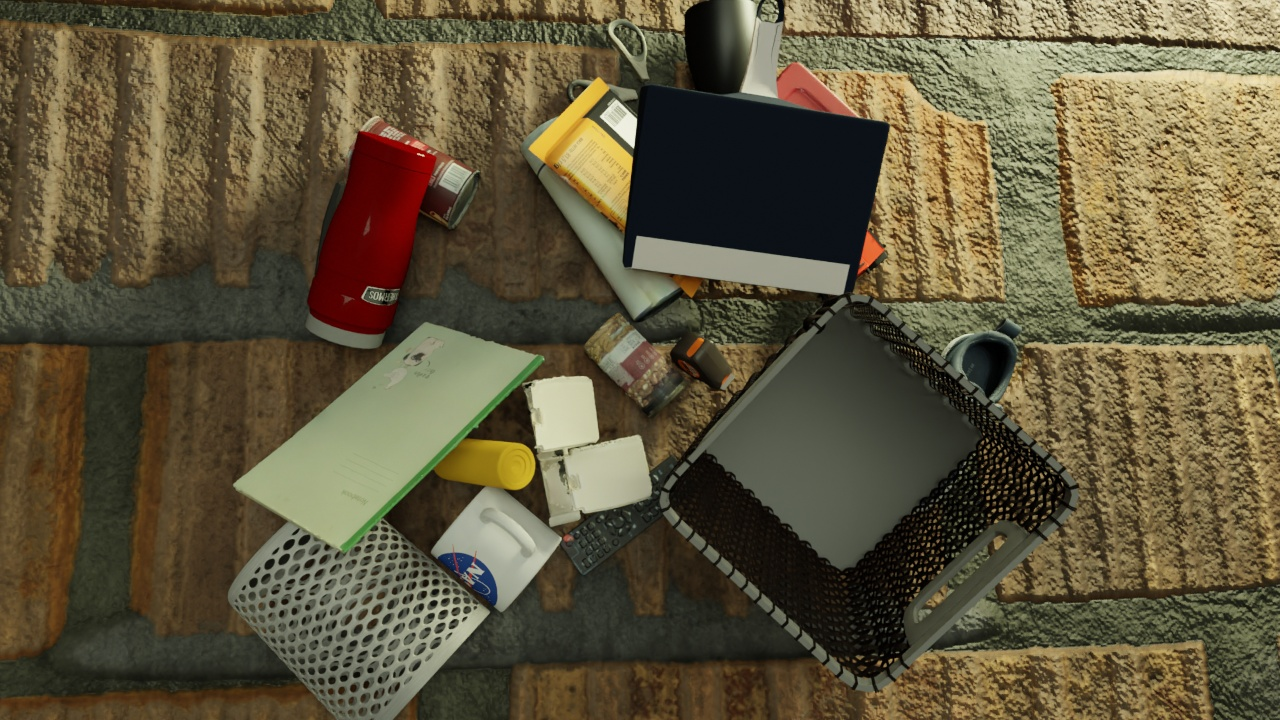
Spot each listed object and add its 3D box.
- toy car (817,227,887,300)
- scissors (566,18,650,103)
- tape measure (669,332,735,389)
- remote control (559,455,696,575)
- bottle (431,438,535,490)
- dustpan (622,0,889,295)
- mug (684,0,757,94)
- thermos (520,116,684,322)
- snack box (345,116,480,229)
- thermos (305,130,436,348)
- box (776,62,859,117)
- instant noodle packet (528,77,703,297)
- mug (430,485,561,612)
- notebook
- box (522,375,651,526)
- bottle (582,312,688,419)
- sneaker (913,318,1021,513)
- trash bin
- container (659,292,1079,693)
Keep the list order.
[{"bbox_3d":[0.231,-0.110,1.022,0.100,0.049,0.051,-38,87,-13],"label":"toy car"},{"bbox_3d":[-0.006,-0.314,1.044,0.157,0.013,0.171,-17,83,-9],"label":"scissors"},{"bbox_3d":[0.065,-0.004,0.976,0.038,0.059,0.058,-51,129,-14],"label":"tape measure"},{"bbox_3d":[-0.013,0.160,0.955,0.150,0.022,0.047,-35,87,-10],"label":"remote control"},{"bbox_3d":[-0.162,0.097,0.888,0.043,0.144,0.043,0,89,-44],"label":"bottle"},{"bbox_3d":[0.113,-0.217,0.901,0.236,0.080,0.273,7,106,-8],"label":"dustpan"},{"bbox_3d":[0.106,-0.342,1.039,0.118,0.085,0.100,-4,91,-39],"label":"mug"},{"bbox_3d":[-0.041,-0.152,0.983,0.067,0.068,0.230,-32,85,-12],"label":"thermos"},{"bbox_3d":[-0.237,-0.195,0.961,0.121,0.072,0.072,28,77,-3],"label":"snack box"},{"bbox_3d":[-0.275,-0.121,0.907,0.108,0.083,0.199,27,104,28],"label":"thermos"},{"bbox_3d":[0.151,-0.210,0.965,0.129,0.087,0.157,41,78,-5],"label":"box"},{"bbox_3d":[0.003,-0.186,0.968,0.221,0.032,0.159,42,48,-11],"label":"instant noodle packet"},{"bbox_3d":[-0.135,0.174,0.883,0.090,0.122,0.090,40,58,0],"label":"mug"},{"bbox_3d":[-0.230,0.058,0.849,0.182,0.010,0.251,16,49,38],"label":"notebook"},{"bbox_3d":[-0.049,0.080,0.873,0.105,0.187,0.143,-12,88,-6],"label":"box"},{"bbox_3d":[-0.006,0.006,0.964,0.105,0.056,0.056,45,77,2],"label":"bottle"},{"bbox_3d":[0.337,0.061,0.986,0.089,0.087,0.235,31,77,-1],"label":"sneaker"},{"bbox_3d":[-0.259,0.228,0.841,0.183,0.157,0.156,42,77,4],"label":"trash bin"},{"bbox_3d":[0.192,0.095,0.845,0.245,0.243,0.247,42,101,1],"label":"container"}]
